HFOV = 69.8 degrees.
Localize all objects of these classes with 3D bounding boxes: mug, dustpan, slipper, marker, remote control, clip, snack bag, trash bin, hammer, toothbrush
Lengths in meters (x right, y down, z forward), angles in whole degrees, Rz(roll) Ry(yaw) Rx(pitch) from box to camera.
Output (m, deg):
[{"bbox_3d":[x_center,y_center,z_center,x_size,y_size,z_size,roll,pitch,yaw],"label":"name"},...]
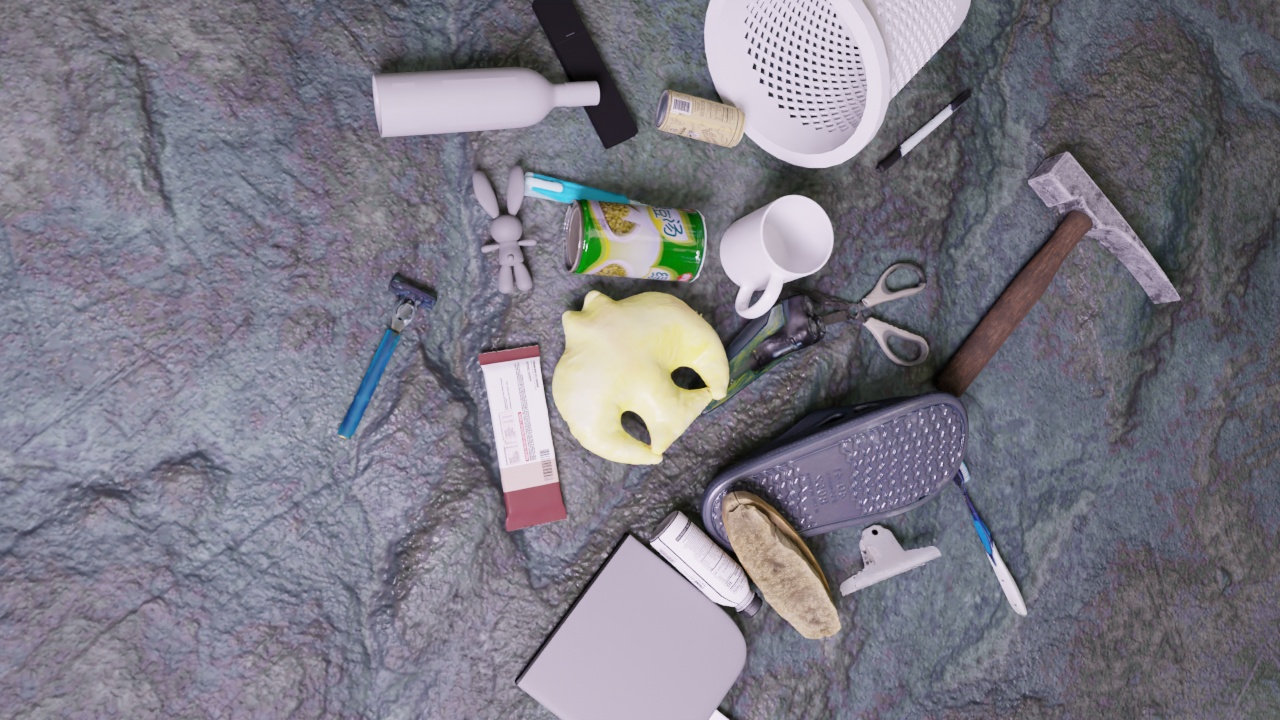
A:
[{"bbox_3d":[0.120,-0.092,0.861,0.073,0.091,0.110,22,79,-16],"label":"mug"},{"bbox_3d":[0.036,0.302,0.838,0.257,0.033,0.163,39,75,-3],"label":"dustpan"},{"bbox_3d":[0.182,0.103,0.881,0.268,0.083,0.111,-20,108,-2],"label":"slipper"},{"bbox_3d":[0.301,-0.243,0.975,0.152,0.011,0.011,-40,99,-17],"label":"marker"},{"bbox_3d":[-0.051,-0.272,0.858,0.034,0.013,0.150,-29,95,-14],"label":"remote control"},{"bbox_3d":[0.243,0.199,0.915,0.102,0.052,0.058,-15,119,-20],"label":"clip"},{"bbox_3d":[-0.105,0.068,0.815,0.057,0.013,0.158,-10,89,-21],"label":"snack bag"},{"bbox_3d":[0.200,-0.317,0.866,0.199,0.196,0.195,-40,99,-27],"label":"trash bin"},{"bbox_3d":[0.440,-0.049,0.994,0.217,0.037,0.300,45,75,-10],"label":"hammer"},{"bbox_3d":[0.366,0.185,0.962,0.017,0.016,0.189,-28,95,-28],"label":"toothbrush"}]

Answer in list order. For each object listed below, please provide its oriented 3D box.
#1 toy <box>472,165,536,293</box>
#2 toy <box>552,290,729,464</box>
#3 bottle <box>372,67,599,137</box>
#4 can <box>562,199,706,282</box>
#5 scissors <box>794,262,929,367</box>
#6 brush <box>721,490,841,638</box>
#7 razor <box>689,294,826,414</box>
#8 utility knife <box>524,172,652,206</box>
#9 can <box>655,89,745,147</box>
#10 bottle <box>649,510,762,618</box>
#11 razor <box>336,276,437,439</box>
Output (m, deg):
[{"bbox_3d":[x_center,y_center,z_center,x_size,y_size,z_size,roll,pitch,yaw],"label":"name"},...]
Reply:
[{"bbox_3d":[-0.119,-0.116,0.816,0.049,0.030,0.111,-9,94,-4],"label":"toy"},{"bbox_3d":[-0.005,0.005,0.823,0.170,0.065,0.155,-42,88,-21],"label":"toy"},{"bbox_3d":[-0.132,-0.230,0.807,0.195,0.052,0.052,-9,89,-19],"label":"bottle"},{"bbox_3d":[-0.005,-0.108,0.832,0.120,0.067,0.067,3,85,-18],"label":"can"},{"bbox_3d":[0.237,-0.047,0.937,0.157,0.013,0.166,-43,99,-19],"label":"scissors"},{"bbox_3d":[0.130,0.191,0.839,0.059,0.043,0.195,-31,119,8],"label":"brush"},{"bbox_3d":[0.109,-0.002,0.866,0.151,0.067,0.054,-39,110,-9],"label":"razor"},{"bbox_3d":[-0.025,-0.145,0.856,0.178,0.015,0.022,11,83,-16],"label":"utility knife"},{"bbox_3d":[0.057,-0.231,0.878,0.079,0.038,0.038,10,83,-18],"label":"can"},{"bbox_3d":[0.063,0.190,0.838,0.116,0.041,0.041,43,74,-2],"label":"bottle"},{"bbox_3d":[-0.220,0.000,0.778,0.042,0.022,0.143,26,79,-14],"label":"razor"}]
